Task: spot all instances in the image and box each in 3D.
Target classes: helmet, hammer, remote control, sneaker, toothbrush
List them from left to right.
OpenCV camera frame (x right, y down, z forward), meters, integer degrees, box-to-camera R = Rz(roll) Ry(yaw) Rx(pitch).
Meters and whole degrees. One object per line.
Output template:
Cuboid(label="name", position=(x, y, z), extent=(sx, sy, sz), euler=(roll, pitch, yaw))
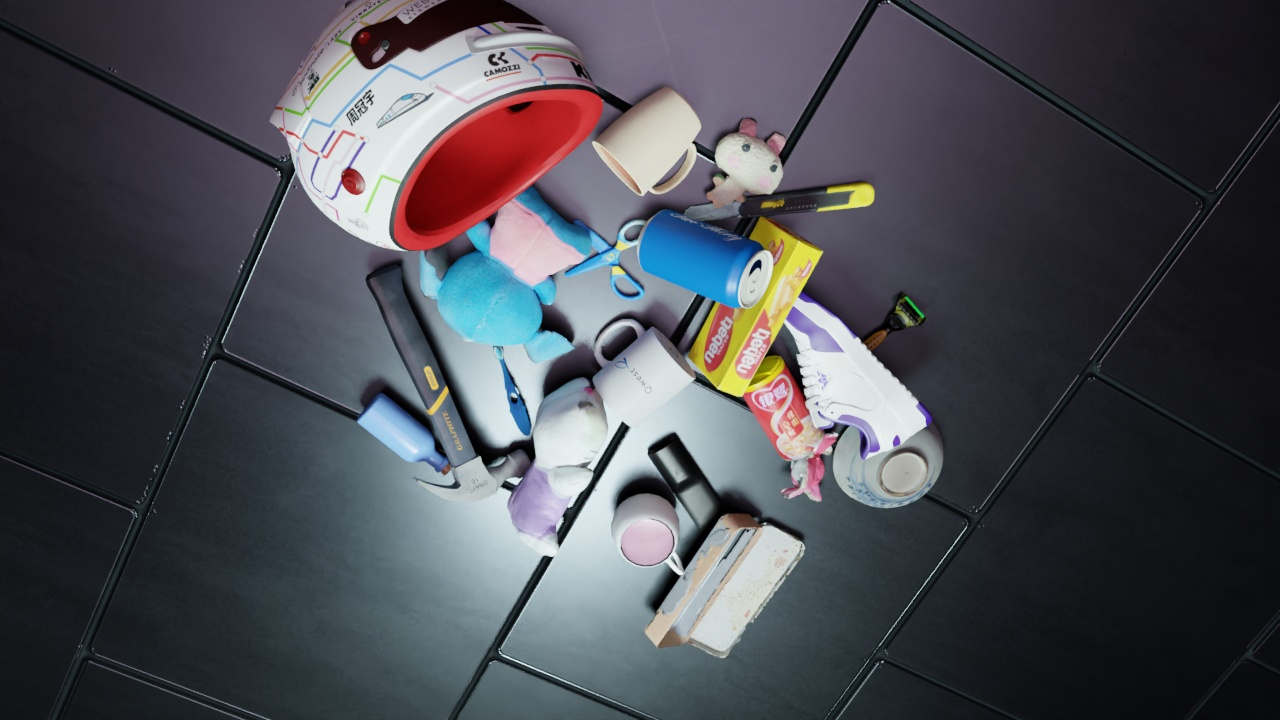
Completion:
Cuboid(label="helmet", position=(-0.217, -0.266, 0.939), extent=(0.315, 0.230, 0.236), euler=(-35, 76, 13))
Cuboid(label="hammer", position=(-0.251, 0.030, 1.130), extent=(0.139, 0.035, 0.312), euler=(-26, 105, -23))
Cuboid(label="toothbrush", position=(-0.163, 0.039, 1.163), extent=(0.021, 0.016, 0.132), euler=(-15, 109, 5))
Cuboid(label="remote control", position=(0.064, 0.166, 1.218), extent=(0.045, 0.021, 0.140), euler=(-31, 109, 9))
Cuboid(label="sneaker", position=(0.233, 0.020, 1.121), extent=(0.111, 0.091, 0.244), euler=(-44, 90, 7))

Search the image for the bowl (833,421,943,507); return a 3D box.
Cuboid(label="bowl", position=(0.334, 0.138, 1.200), extent=(0.150, 0.056, 0.151), euler=(-3, 110, -7))

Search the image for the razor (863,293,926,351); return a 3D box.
Cuboid(label="razor", position=(0.291, -0.022, 1.163), extent=(0.144, 0.021, 0.044), euler=(-41, 87, 10))

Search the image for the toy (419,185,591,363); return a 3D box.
Cuboid(label="toy", position=(-0.144, -0.098, 1.080), extent=(0.224, 0.099, 0.191), euler=(36, 94, -18))

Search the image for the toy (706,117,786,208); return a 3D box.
Cuboid(label="toy", position=(0.125, -0.227, 1.069), extent=(0.087, 0.050, 0.112), euler=(34, 88, -17))

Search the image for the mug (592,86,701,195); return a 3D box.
Cuboid(label="mug", position=(0.019, -0.243, 1.045), extent=(0.104, 0.085, 0.111), euler=(-44, 134, 0))

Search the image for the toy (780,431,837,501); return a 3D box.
Cuboid(label="toy", position=(0.222, 0.134, 1.206), extent=(0.065, 0.050, 0.102), euler=(9, 108, -43))

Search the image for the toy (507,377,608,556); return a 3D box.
Cuboid(label="toy", position=(-0.104, 0.124, 1.132), extent=(0.085, 0.137, 0.209), euler=(19, 98, -13))

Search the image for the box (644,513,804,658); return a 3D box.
Cuboid(label="box", position=(0.114, 0.311, 1.257), extent=(0.156, 0.071, 0.217), euler=(24, 107, -23))

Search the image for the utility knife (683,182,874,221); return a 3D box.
Cuboid(label="utility knife", position=(0.163, -0.186, 1.101), extent=(0.234, 0.020, 0.029), euler=(-7, 107, 1))

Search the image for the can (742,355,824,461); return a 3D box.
Cuboid(label="can", position=(0.177, 0.059, 1.162), extent=(0.067, 0.066, 0.124), euler=(-31, 108, 8))

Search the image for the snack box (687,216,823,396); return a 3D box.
Cuboid(label="snack box", position=(0.133, -0.064, 1.099), extent=(0.042, 0.092, 0.201), euler=(17, 109, -31))

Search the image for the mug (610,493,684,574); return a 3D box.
Cuboid(label="mug", position=(0.017, 0.232, 1.209), extent=(0.090, 0.076, 0.124), euler=(-38, 107, 10))

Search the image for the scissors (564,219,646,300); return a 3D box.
Cuboid(label="scissors", position=(-0.032, -0.129, 1.112), extent=(0.125, 0.014, 0.131), euler=(43, 102, -15))

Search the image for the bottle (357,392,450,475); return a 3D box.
Cuboid(label="bottle", position=(-0.292, 0.099, 1.160), extent=(0.131, 0.048, 0.048), euler=(42, 102, -15))

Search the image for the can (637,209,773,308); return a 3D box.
Cuboid(label="can", position=(0.072, -0.117, 1.054), extent=(0.146, 0.078, 0.079), euler=(26, 111, 30))

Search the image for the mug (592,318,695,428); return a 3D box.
Cuboid(label="mug", position=(-0.007, 0.007, 1.134), extent=(0.096, 0.083, 0.119), euler=(-40, 78, 10))
